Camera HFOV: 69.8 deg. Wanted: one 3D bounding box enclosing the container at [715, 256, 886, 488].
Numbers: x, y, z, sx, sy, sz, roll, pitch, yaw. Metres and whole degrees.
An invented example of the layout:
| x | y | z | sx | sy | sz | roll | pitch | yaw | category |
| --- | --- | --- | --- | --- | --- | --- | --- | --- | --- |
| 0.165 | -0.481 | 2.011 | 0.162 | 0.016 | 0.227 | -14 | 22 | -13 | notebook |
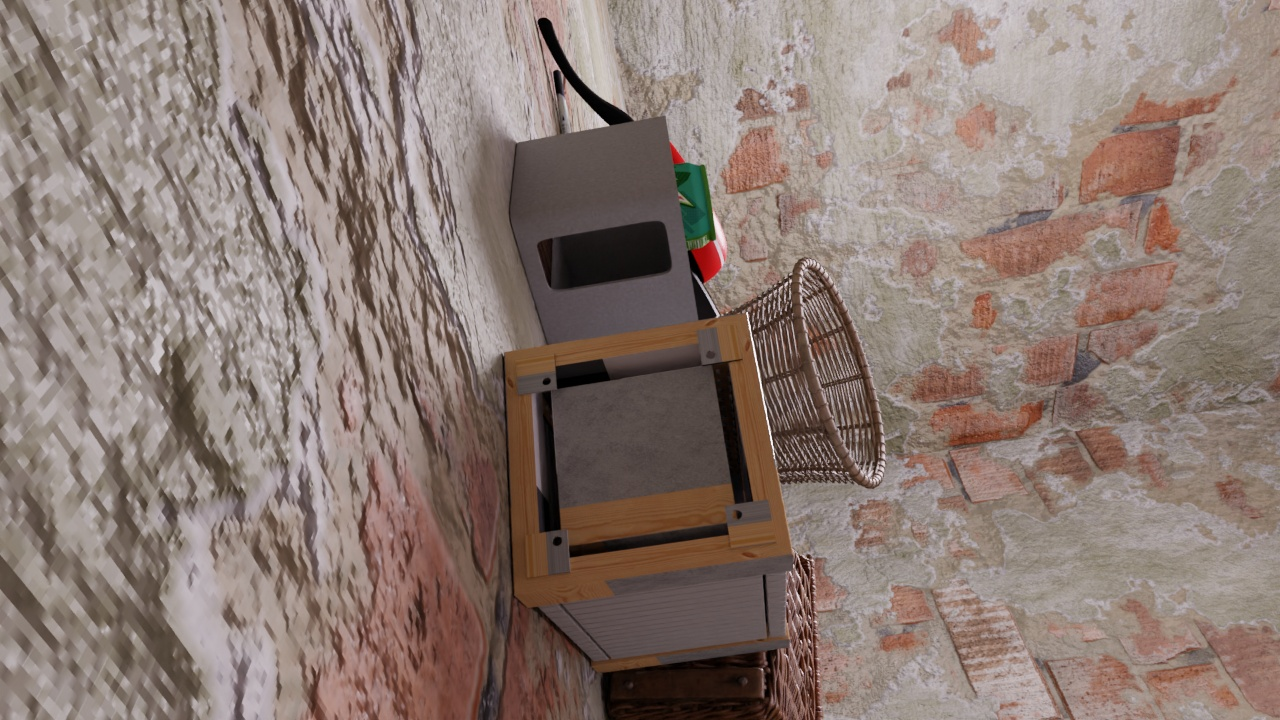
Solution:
| x | y | z | sx | sy | sz | roll | pitch | yaw | category |
| --- | --- | --- | --- | --- | --- | --- | --- | --- | --- |
| 0.111 | 0.036 | 0.914 | 0.227 | 0.197 | 0.226 | 44 | 37 | -46 | container |

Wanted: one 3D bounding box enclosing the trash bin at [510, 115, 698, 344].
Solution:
| x | y | z | sx | sy | sz | roll | pitch | yaw | category |
| --- | --- | --- | --- | --- | --- | --- | --- | --- | --- |
| -0.016 | -0.058 | 0.730 | 0.114 | 0.114 | 0.229 | -94 | 174 | -49 | trash bin |

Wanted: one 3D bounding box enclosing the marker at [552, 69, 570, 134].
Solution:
| x | y | z | sx | sy | sz | roll | pitch | yaw | category |
| --- | --- | --- | --- | --- | --- | --- | --- | --- | --- |
| -0.080 | -0.243 | 1.000 | 0.011 | 0.011 | 0.152 | 36 | 45 | -84 | marker |

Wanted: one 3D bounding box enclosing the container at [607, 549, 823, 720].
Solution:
| x | y | z | sx | sy | sz | roll | pitch | yaw | category |
| --- | --- | --- | --- | --- | --- | --- | --- | --- | --- |
| 0.065 | 0.240 | 0.788 | 0.183 | 0.162 | 0.249 | 70 | 19 | -45 | container |

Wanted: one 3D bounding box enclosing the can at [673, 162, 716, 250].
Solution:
| x | y | z | sx | sy | sz | roll | pitch | yaw | category |
| --- | --- | --- | --- | --- | --- | --- | --- | --- | --- |
| -0.004 | -0.139 | 0.880 | 0.083 | 0.144 | 0.083 | -7 | 88 | -86 | can |

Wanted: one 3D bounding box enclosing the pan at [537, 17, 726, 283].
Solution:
| x | y | z | sx | sy | sz | roll | pitch | yaw | category |
| --- | --- | --- | --- | --- | --- | --- | --- | --- | --- |
| -0.002 | -0.238 | 1.038 | 0.356 | 0.067 | 0.208 | 58 | 0 | -35 | pan |

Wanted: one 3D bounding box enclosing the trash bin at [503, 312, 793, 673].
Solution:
| x | y | z | sx | sy | sz | roll | pitch | yaw | category |
| --- | --- | --- | --- | --- | --- | --- | --- | --- | --- |
| 0.015 | 0.102 | 0.601 | 0.247 | 0.142 | 0.142 | 74 | 8 | -61 | trash bin |

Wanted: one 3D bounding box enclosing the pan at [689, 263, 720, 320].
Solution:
| x | y | z | sx | sy | sz | roll | pitch | yaw | category |
| --- | --- | --- | --- | --- | --- | --- | --- | --- | --- |
| 0.038 | -0.099 | 1.078 | 0.225 | 0.034 | 0.357 | 54 | -9 | 46 | pan |
